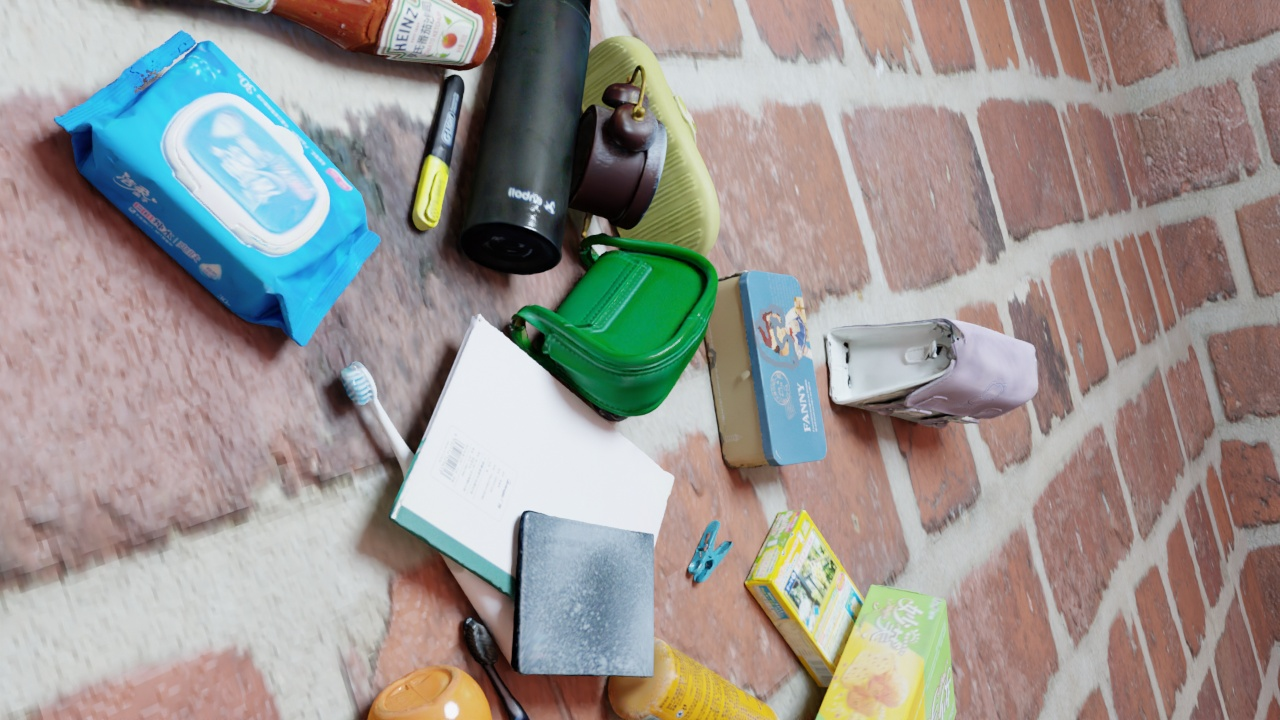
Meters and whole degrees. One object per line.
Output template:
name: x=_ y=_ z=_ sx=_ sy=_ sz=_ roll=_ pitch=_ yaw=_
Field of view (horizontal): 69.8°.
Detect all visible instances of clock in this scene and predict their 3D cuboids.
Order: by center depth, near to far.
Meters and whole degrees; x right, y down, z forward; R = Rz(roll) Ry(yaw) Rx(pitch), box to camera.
clock: x=-0.016 y=-0.150 z=0.656 sx=0.055 sy=0.122 sz=0.082 roll=13 pitch=34 yaw=-19

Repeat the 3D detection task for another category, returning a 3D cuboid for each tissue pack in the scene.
tissue pack: x=-0.211 y=-0.090 z=0.487 sx=0.157 sy=0.052 sz=0.094 roll=50 pitch=48 yaw=-26

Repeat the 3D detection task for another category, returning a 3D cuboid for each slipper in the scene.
slipper: x=0.017 y=-0.167 z=0.736 sx=0.081 sy=0.092 sz=0.190 roll=-24 pitch=93 yaw=-51

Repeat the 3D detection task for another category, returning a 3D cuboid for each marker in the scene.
marker: x=-0.133 y=-0.143 z=0.617 sx=0.018 sy=0.015 sz=0.124 roll=31 pitch=56 yaw=-44

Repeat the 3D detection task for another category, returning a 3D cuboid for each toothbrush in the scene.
toothbrush: x=-0.118 y=0.097 z=0.555 sx=0.221 sy=0.027 sz=0.026 roll=62 pitch=22 yaw=-15
toothbrush: x=-0.068 y=0.243 z=0.578 sx=0.014 sy=0.016 sz=0.189 roll=-33 pitch=105 yaw=-39

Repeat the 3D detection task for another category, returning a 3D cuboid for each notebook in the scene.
notebook: x=-0.058 y=0.088 z=0.601 sx=0.209 sy=0.012 sz=0.150 roll=44 pitch=47 yaw=-34

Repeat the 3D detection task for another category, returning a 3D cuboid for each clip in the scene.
clip: x=0.055 y=0.155 z=0.739 sx=0.039 sy=0.014 sz=0.055 roll=59 pitch=42 yaw=-17

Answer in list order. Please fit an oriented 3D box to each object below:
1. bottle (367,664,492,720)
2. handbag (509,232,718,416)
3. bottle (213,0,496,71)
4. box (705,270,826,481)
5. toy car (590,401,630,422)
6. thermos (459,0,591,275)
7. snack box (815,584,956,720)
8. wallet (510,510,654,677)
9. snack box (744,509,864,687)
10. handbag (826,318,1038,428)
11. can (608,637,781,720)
bottle: x=-0.102 y=0.247 z=0.509 sx=0.066 sy=0.067 sz=0.149 roll=-28 pitch=107 yaw=-48
handbag: x=-0.014 y=-0.032 z=0.652 sx=0.120 sy=0.068 sz=0.131 roll=25 pitch=52 yaw=10
bottle: x=-0.182 y=-0.218 z=0.552 sx=0.205 sy=0.060 sz=0.059 roll=-7 pitch=84 yaw=-46
box: x=0.108 y=0.015 z=0.804 sx=0.089 sy=0.060 sz=0.184 roll=-3 pitch=80 yaw=-47
toy car: x=-0.004 y=0.004 z=0.703 sx=0.106 sy=0.031 sz=0.049 roll=-46 pitch=110 yaw=-36
thermos: x=-0.086 y=-0.185 z=0.652 sx=0.090 sy=0.069 sz=0.242 roll=11 pitch=66 yaw=-15
snack box: x=0.207 y=0.323 z=0.782 sx=0.209 sy=0.070 sz=0.158 roll=-49 pitch=134 yaw=-43
wallet: x=-0.034 y=0.152 z=0.588 sx=0.120 sy=0.019 sz=0.097 roll=21 pitch=61 yaw=-44
snack box: x=0.153 y=0.212 z=0.816 sx=0.140 sy=0.034 sz=0.086 roll=56 pitch=45 yaw=-22
handbag: x=0.308 y=0.014 z=0.958 sx=0.196 sy=0.145 sz=0.098 roll=11 pitch=68 yaw=-45
can: x=0.043 y=0.254 z=0.663 sx=0.146 sy=0.058 sz=0.058 roll=41 pitch=52 yaw=-33
